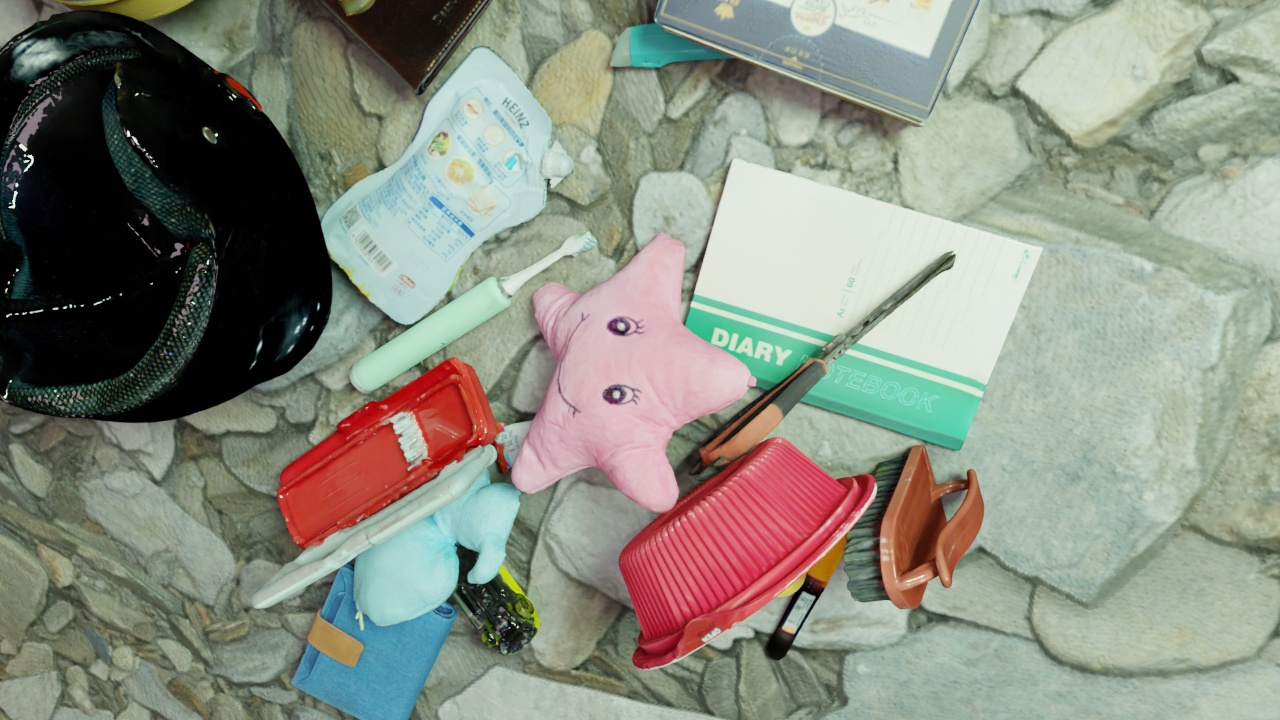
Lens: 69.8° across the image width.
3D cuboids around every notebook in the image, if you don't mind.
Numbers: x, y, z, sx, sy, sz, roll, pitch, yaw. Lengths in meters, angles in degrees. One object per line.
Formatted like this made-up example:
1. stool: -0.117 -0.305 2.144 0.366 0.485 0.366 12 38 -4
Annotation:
1. notebook: 0.141 -0.037 0.627 0.209 0.012 0.150 18 108 9

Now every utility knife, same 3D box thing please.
1. utility knife: 0.068 -0.210 0.601 0.180 0.013 0.029 0 106 10

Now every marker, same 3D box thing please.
1. marker: 0.123 0.173 0.680 0.018 0.015 0.124 23 110 2

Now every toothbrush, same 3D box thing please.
1. toothbrush: -0.128 -0.037 0.682 0.225 0.027 0.026 -30 66 18

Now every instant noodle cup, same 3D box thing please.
1. instant noodle cup: 0.055 0.112 0.589 0.194 0.193 0.066 -38 87 18

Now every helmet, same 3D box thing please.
1. helmet: -0.337 -0.088 0.617 0.234 0.230 0.274 -28 71 11

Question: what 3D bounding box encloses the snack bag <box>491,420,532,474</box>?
1. snack bag: -0.071 0.058 0.691 0.104 0.026 0.048 -14 106 15

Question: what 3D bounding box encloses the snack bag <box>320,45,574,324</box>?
1. snack bag: -0.140 -0.121 0.659 0.191 0.038 0.110 -39 87 17

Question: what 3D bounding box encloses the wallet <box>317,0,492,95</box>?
1. wallet: -0.166 -0.257 0.617 0.122 0.020 0.096 43 108 -2

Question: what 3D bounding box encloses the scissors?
1. scissors: 0.116 0.005 0.593 0.015 0.191 0.208 49 139 0

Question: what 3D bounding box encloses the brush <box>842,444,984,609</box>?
1. brush: 0.176 0.107 0.581 0.069 0.145 0.063 -14 100 30

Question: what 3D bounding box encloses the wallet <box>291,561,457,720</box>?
1. wallet: -0.224 0.240 0.767 0.106 0.040 0.133 27 107 1

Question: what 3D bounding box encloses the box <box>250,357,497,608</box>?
1. box: -0.196 0.096 0.685 0.201 0.154 0.073 -31 130 17

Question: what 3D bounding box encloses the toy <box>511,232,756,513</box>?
1. toy: -0.004 0.004 0.622 0.179 0.074 0.194 0 74 27

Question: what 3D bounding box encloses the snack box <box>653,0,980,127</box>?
1. snack box: 0.122 -0.259 0.549 0.178 0.045 0.183 21 106 1

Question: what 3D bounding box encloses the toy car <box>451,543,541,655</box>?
1. toy car: -0.120 0.183 0.731 0.048 0.032 0.105 -44 79 17

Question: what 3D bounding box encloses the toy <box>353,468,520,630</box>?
1. toy: -0.164 0.145 0.703 0.161 0.050 0.156 23 73 46

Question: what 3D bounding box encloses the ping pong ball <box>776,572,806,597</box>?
1. ping pong ball: 0.100 0.151 0.665 0.040 0.040 0.040 3 104 13

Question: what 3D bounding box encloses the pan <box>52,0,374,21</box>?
1. pan: -0.287 -0.287 0.584 0.357 0.078 0.197 33 90 15
